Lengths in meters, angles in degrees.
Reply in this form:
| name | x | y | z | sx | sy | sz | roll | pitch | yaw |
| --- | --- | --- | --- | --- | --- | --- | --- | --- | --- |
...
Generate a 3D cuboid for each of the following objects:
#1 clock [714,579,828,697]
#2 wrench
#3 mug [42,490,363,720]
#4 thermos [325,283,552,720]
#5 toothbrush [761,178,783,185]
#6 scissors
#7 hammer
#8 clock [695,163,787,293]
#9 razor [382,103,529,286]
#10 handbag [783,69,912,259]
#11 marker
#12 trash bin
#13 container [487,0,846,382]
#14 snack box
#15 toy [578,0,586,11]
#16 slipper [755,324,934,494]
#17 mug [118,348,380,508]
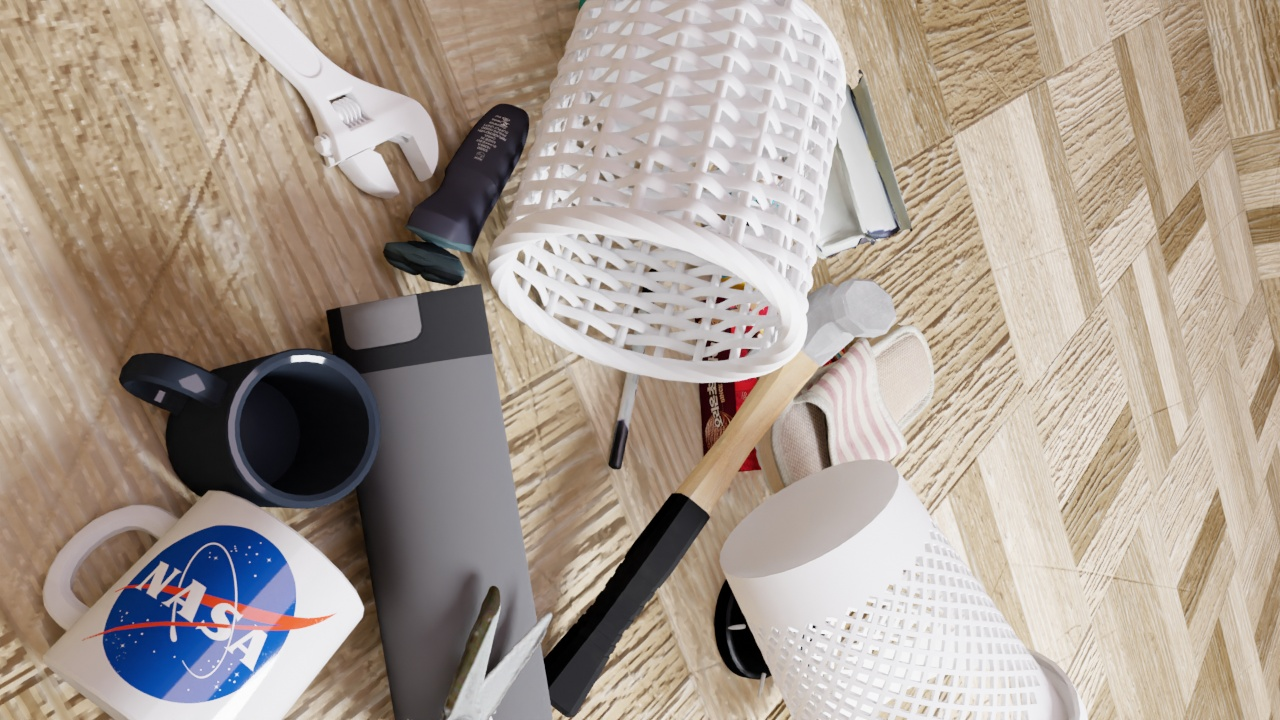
| name | x | y | z | sx | sy | sz | roll | pitch | yaw |
| --- | --- | --- | --- | --- | --- | --- | --- | --- | --- |
| clock | 0.110 | 0.196 | 0.719 | 0.120 | 0.043 | 0.091 | -35 | 109 | -42 |
| wrench | -0.211 | -0.190 | 0.474 | 0.273 | 0.018 | 0.066 | 46 | 55 | -29 |
| mug | -0.199 | 0.112 | 0.402 | 0.121 | 0.091 | 0.089 | 33 | 55 | 3 |
| thermos | -0.107 | 0.082 | 0.492 | 0.082 | 0.082 | 0.240 | -10 | 92 | -45 |
| toothbrush | 0.112 | -0.158 | 0.789 | 0.181 | 0.018 | 0.015 | 26 | 61 | -41 |
| scissors | -0.105 | 0.213 | 0.433 | 0.179 | 0.015 | 0.185 | -18 | 95 | -24 |
| hammer | 0.042 | 0.082 | 0.598 | 0.039 | 0.131 | 0.327 | 40 | 74 | -6 |
| clock | 0.080 | -0.103 | 0.734 | 0.129 | 0.044 | 0.099 | 36 | 60 | -44 |
| razor | -0.102 | -0.103 | 0.548 | 0.047 | 0.052 | 0.142 | 21 | 61 | 3 |
| handbag | 0.203 | -0.181 | 0.839 | 0.175 | 0.074 | 0.151 | -18 | 92 | -53 |
| marker | -0.004 | 0.004 | 0.655 | 0.011 | 0.011 | 0.152 | 26 | 67 | -40 |
| trash bin | 0.161 | 0.187 | 0.622 | 0.194 | 0.196 | 0.199 | -39 | 102 | -41 |
| container | 0.022 | -0.109 | 0.572 | 0.189 | 0.190 | 0.186 | 33 | 61 | -37 |
| snack box | 0.112 | 0.020 | 0.750 | 0.151 | 0.036 | 0.132 | 1 | 83 | -45 |
| toy | 0.014 | -0.252 | 0.674 | 0.193 | 0.073 | 0.130 | 0 | 86 | -54 |
| slipper | 0.186 | 0.035 | 0.758 | 0.262 | 0.052 | 0.115 | -27 | 105 | -44 |
| mug | -0.185 | 0.026 | 0.424 | 0.105 | 0.078 | 0.071 | 35 | 61 | -36 |
